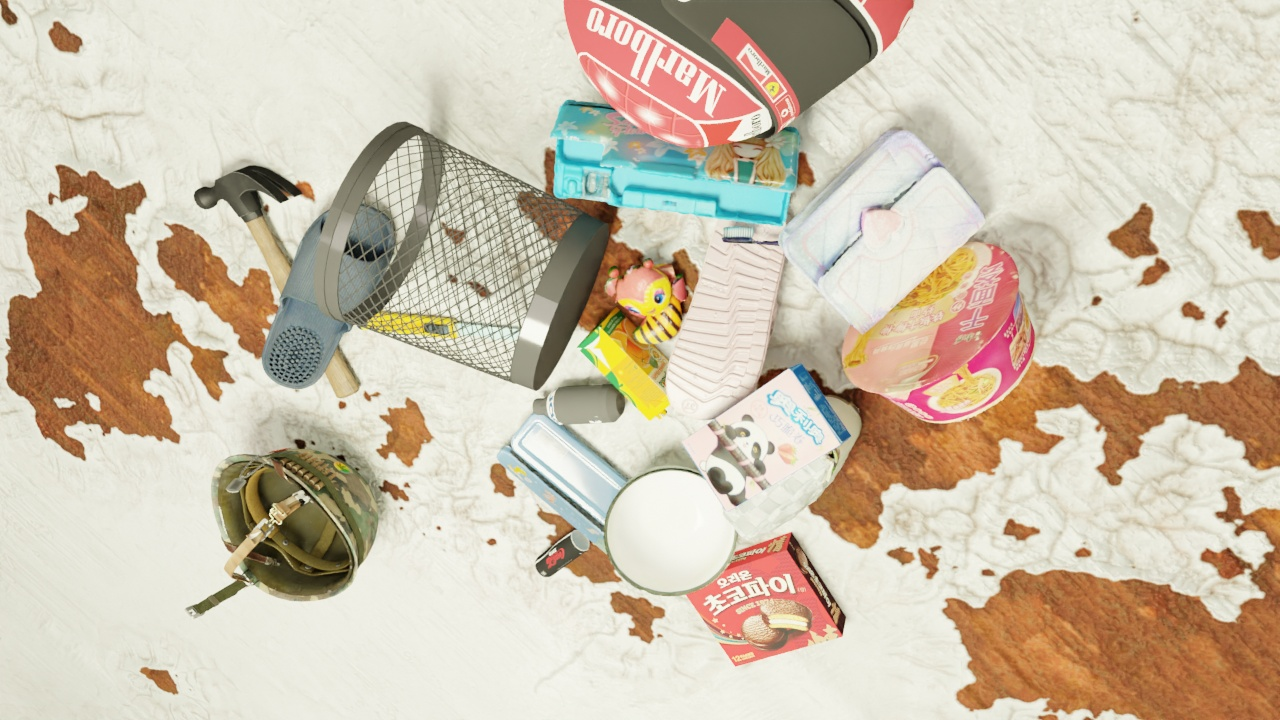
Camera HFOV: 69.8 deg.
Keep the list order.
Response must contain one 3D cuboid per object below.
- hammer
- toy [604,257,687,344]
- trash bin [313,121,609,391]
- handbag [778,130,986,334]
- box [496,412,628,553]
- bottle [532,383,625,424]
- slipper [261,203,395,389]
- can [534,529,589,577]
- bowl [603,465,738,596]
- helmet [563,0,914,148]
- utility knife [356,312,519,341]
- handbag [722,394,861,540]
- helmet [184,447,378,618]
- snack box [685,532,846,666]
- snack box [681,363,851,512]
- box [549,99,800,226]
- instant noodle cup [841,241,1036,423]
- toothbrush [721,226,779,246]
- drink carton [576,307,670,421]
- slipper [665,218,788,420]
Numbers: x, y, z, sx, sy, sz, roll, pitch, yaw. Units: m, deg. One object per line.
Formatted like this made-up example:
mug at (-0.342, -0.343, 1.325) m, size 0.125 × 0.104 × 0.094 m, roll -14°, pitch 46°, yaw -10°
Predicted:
hammer at (-0.431, -0.091, 1.144) m, size 0.132 × 0.040 × 0.305 m, roll -13°, pitch 110°, yaw 28°
toy at (0.009, -0.067, 0.989) m, size 0.084 × 0.046 × 0.103 m, roll -19°, pitch 119°, yaw 4°
trash bin at (-0.174, -0.099, 0.947) m, size 0.227 × 0.217 × 0.218 m, roll 24°, pitch 121°, yaw 3°
handbag at (0.223, -0.119, 0.850) m, size 0.159 × 0.069 × 0.126 m, roll -44°, pitch 98°, yaw 10°
box at (-0.081, 0.163, 1.134) m, size 0.209 × 0.047 × 0.122 m, roll 41°, pitch 122°, yaw -2°
bottle at (-0.074, 0.052, 1.076) m, size 0.112 × 0.046 × 0.047 m, roll -4°, pitch 113°, yaw 22°
slipper at (-0.380, -0.066, 1.079) m, size 0.101 × 0.082 × 0.264 m, roll 28°, pitch 111°, yaw -15°
can at (-0.103, 0.252, 1.193) m, size 0.031 × 0.031 × 0.081 m, roll 46°, pitch 121°, yaw -6°
bowl at (0.034, 0.192, 1.075) m, size 0.153 × 0.073 × 0.153 m, roll 0°, pitch 98°, yaw 0°
helmet at (0.063, -0.286, 0.752) m, size 0.271 × 0.197 × 0.224 m, roll 33°, pitch 93°, yaw 6°
utility knife at (-0.250, -0.042, 1.115) m, size 0.228 × 0.019 × 0.030 m, roll 4°, pitch 125°, yaw 15°
handbag at (0.145, 0.106, 0.990) m, size 0.123 × 0.112 × 0.172 m, roll 42°, pitch 122°, yaw 8°
helmet at (-0.458, 0.212, 1.180) m, size 0.224 × 0.235 × 0.193 m, roll 35°, pitch 117°, yaw -11°
snack box at (0.149, 0.295, 1.121) m, size 0.152 × 0.035 × 0.132 m, roll -27°, pitch 104°, yaw 29°
snack box at (0.122, 0.078, 0.911) m, size 0.155 × 0.033 × 0.088 m, roll -38°, pitch 81°, yaw 34°
box at (0.028, -0.172, 0.839) m, size 0.227 × 0.116 × 0.097 m, roll 8°, pitch 116°, yaw 3°
instant noodle cup at (0.284, -0.018, 0.851) m, size 0.179 × 0.178 × 0.077 m, roll -32°, pitch 118°, yaw 30°
toothbrush at (0.174, -0.118, 0.898) m, size 0.189 × 0.016 × 0.017 m, roll 4°, pitch 89°, yaw 1°
drink carton at (-0.006, 0.006, 1.022) m, size 0.122 × 0.058 × 0.041 m, roll 46°, pitch 121°, yaw -6°
slipper at (0.096, -0.052, 0.956) m, size 0.094 × 0.064 × 0.239 m, roll 17°, pitch 102°, yaw 9°
